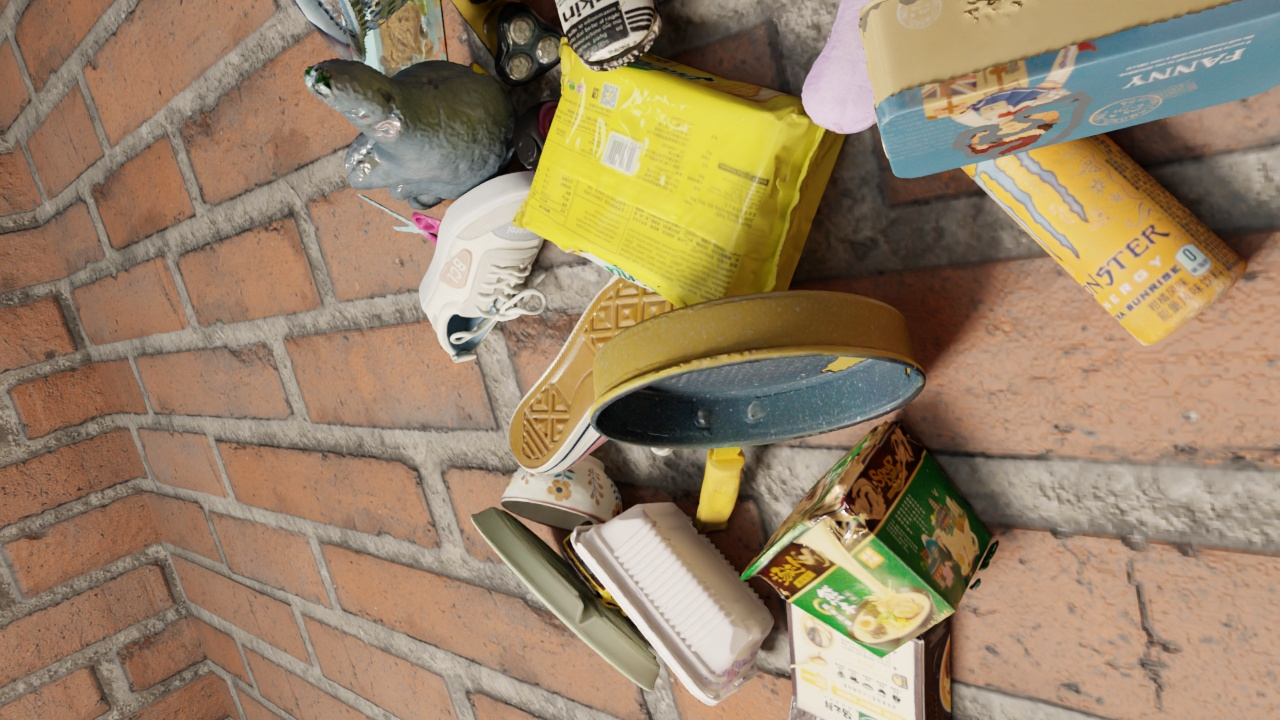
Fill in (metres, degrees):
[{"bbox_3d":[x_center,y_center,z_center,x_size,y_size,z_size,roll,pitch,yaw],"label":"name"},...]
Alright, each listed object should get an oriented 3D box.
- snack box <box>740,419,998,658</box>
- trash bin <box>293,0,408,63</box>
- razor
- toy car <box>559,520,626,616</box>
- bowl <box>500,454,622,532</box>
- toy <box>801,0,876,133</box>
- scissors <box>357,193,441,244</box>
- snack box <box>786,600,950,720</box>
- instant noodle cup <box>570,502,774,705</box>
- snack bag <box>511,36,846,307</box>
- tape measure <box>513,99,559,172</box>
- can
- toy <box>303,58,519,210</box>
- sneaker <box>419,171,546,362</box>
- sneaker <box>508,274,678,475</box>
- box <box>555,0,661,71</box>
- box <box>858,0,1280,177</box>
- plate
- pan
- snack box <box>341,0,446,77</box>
[{"bbox_3d":[0.154,0.123,0.603,0.105,0.118,0.118,44,136,10],"label":"snack box"},{"bbox_3d":[-0.174,-0.349,0.620,0.226,0.195,0.227,51,167,17],"label":"trash bin"},{"bbox_3d":[-0.125,-0.289,0.738,0.167,0.062,0.068,51,170,24],"label":"razor"},{"bbox_3d":[-0.029,0.192,0.822,0.071,0.041,0.156,48,173,24],"label":"toy car"},{"bbox_3d":[-0.068,0.119,0.852,0.114,0.113,0.062,-13,56,49],"label":"bowl"},{"bbox_3d":[0.124,-0.177,0.512,0.084,0.039,0.108,16,87,45],"label":"toy"},{"bbox_3d":[-0.204,-0.122,0.861,0.134,0.133,0.017,12,75,58],"label":"scissors"},{"bbox_3d":[0.165,0.231,0.678,0.113,0.053,0.126,12,118,43],"label":"snack box"},{"bbox_3d":[0.037,0.183,0.747,0.060,0.138,0.173,-46,69,12],"label":"instant noodle cup"},{"bbox_3d":[0.013,-0.125,0.625,0.247,0.068,0.158,29,109,35],"label":"snack bag"},{"bbox_3d":[-0.073,-0.175,0.732,0.039,0.057,0.057,-19,63,48],"label":"tape measure"},{"bbox_3d":[0.225,-0.078,0.461,0.146,0.058,0.058,51,137,16],"label":"can"},{"bbox_3d":[-0.166,-0.180,0.741,0.356,0.138,0.091,141,109,-89],"label":"toy"},{"bbox_3d":[-0.136,-0.073,0.821,0.243,0.089,0.090,-42,62,52],"label":"sneaker"},{"bbox_3d":[-0.004,0.004,0.725,0.242,0.087,0.118,-47,60,23],"label":"sneaker"},{"bbox_3d":[-0.032,-0.268,0.611,0.072,0.060,0.164,-34,62,35],"label":"box"},{"bbox_3d":[0.192,-0.138,0.399,0.185,0.089,0.062,-9,79,22],"label":"box"},{"bbox_3d":[-0.066,0.214,0.847,0.230,0.027,0.230,43,171,8],"label":"plate"},{"bbox_3d":[0.064,0.055,0.621,0.358,0.197,0.078,99,167,-71],"label":"pan"},{"bbox_3d":[-0.220,-0.325,0.803,0.052,0.074,0.175,20,122,41],"label":"snack box"}]
